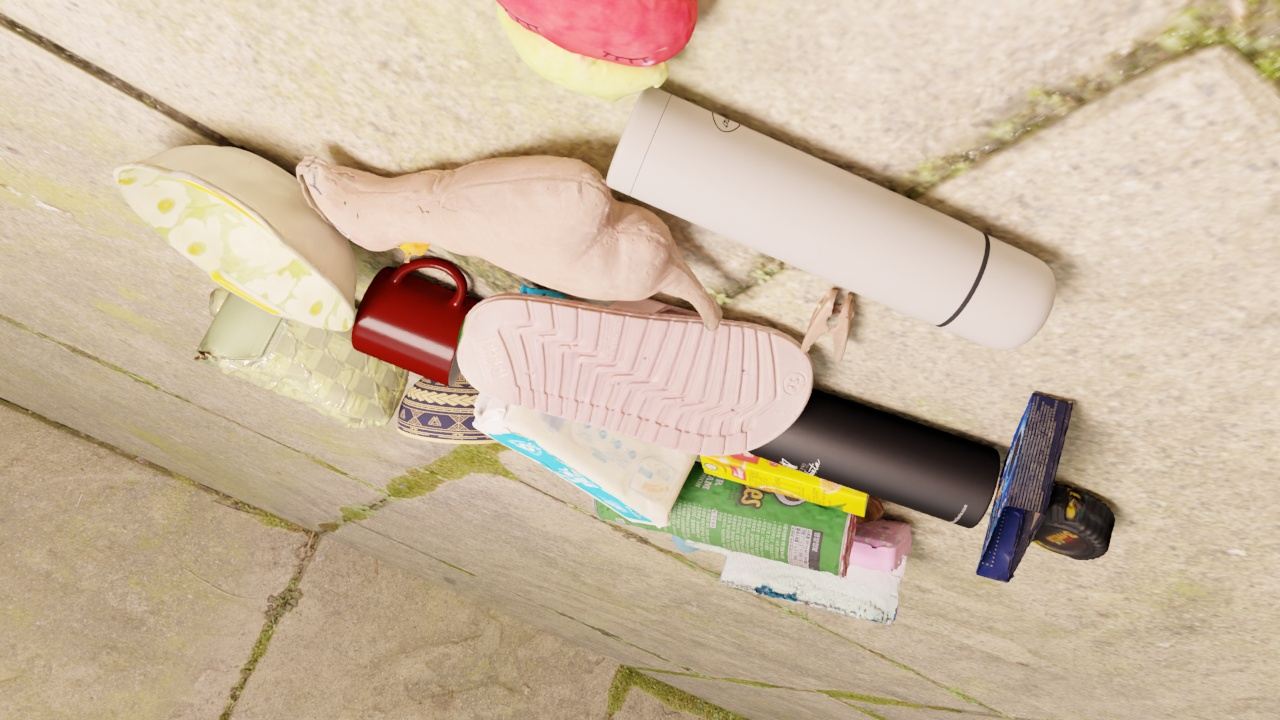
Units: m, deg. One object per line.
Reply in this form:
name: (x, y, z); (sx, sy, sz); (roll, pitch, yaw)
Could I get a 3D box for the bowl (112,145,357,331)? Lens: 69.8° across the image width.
bowl: (-0.282, -0.098, 0.679); (0.188, 0.060, 0.220); (32, 157, -9)

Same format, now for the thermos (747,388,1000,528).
thermos: (0.137, 0.056, 0.672); (0.231, 0.061, 0.061); (18, 157, 6)

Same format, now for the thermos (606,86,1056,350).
thermos: (0.095, -0.067, 0.453); (0.224, 0.052, 0.052); (23, 157, -4)

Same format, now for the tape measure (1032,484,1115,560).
tape measure: (0.321, 0.120, 0.691); (0.062, 0.038, 0.067); (30, 153, -1)

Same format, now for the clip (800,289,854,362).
clip: (0.125, -0.019, 0.568); (0.043, 0.024, 0.061); (21, 153, 2)

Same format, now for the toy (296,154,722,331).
toy: (-0.094, -0.074, 0.586); (0.265, 0.065, 0.196); (2, 150, 43)

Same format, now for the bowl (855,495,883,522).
bowl: (0.159, 0.109, 0.812); (0.114, 0.026, 0.102); (17, 156, 5)

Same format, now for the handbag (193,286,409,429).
handbag: (-0.307, -0.010, 0.844); (0.186, 0.113, 0.117); (33, 162, -27)

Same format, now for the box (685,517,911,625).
box: (0.139, 0.189, 0.890); (0.231, 0.097, 0.085); (7, -172, 29)

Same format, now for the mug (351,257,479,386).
mug: (-0.174, -0.039, 0.730); (0.082, 0.073, 0.106); (22, 128, -1)

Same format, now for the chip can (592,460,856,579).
chip can: (0.070, 0.126, 0.788); (0.223, 0.075, 0.075); (11, 155, 20)

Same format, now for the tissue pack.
tissue pack: (-0.035, 0.040, 0.713); (0.209, 0.116, 0.066); (37, 155, -31)

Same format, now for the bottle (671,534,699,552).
bottle: (0.054, 0.185, 1.046); (0.040, 0.040, 0.130); (16, 156, 12)

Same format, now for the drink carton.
drink carton: (0.119, 0.075, 0.733); (0.135, 0.058, 0.043); (14, 154, 18)

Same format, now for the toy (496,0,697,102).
toy: (-0.021, -0.152, 0.374); (0.091, 0.045, 0.135); (20, 163, -3)

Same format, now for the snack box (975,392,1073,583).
snack box: (0.257, 0.090, 0.621); (0.027, 0.082, 0.150); (14, 155, 19)

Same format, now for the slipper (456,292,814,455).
slipper: (-0.004, 0.004, 0.633); (0.239, 0.094, 0.064); (10, -166, -3)

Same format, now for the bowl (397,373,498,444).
bowl: (-0.174, 0.038, 0.879); (0.112, 0.061, 0.112); (5, -174, -1)
